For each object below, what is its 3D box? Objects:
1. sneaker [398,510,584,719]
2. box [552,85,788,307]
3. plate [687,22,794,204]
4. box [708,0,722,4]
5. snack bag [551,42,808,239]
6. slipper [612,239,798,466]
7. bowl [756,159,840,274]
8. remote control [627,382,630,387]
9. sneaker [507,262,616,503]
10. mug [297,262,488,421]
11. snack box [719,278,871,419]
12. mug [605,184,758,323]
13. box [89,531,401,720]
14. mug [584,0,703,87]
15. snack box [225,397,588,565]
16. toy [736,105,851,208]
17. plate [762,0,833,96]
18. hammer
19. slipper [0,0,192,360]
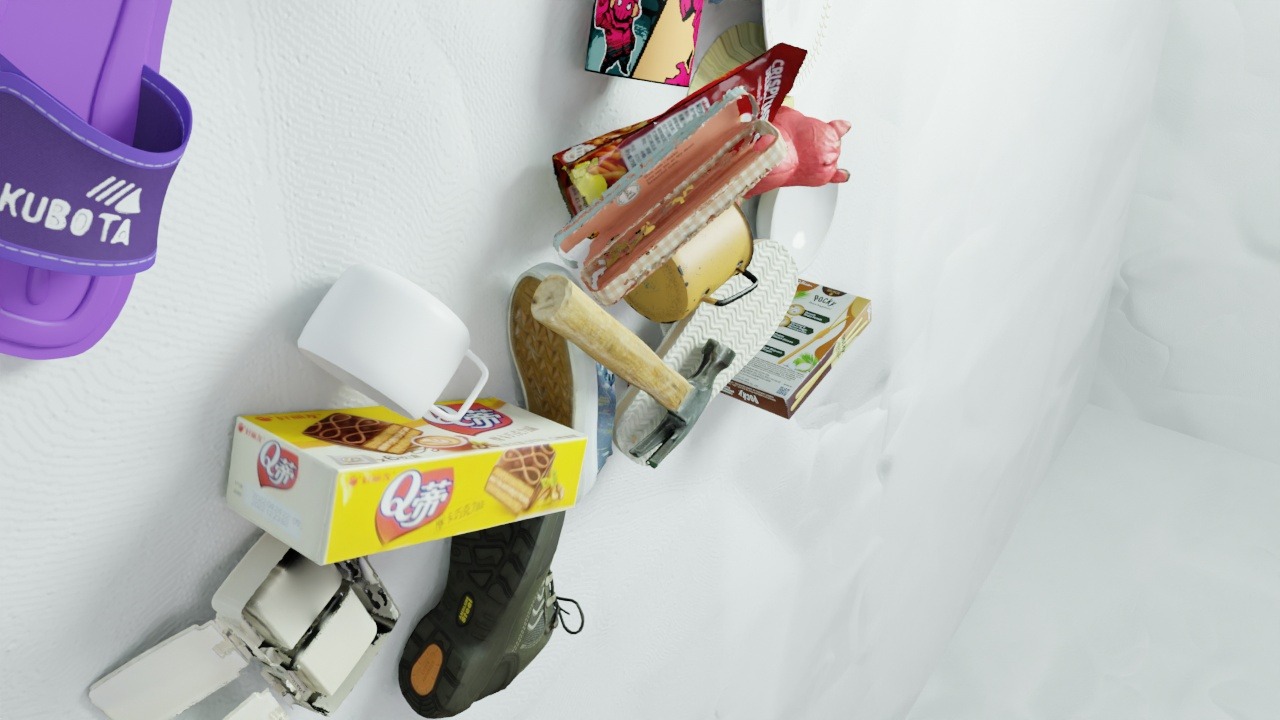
[{"bbox_3d":[-0.097,0.197,0.794,0.142,0.101,0.238,21,96,-52],"label":"sneaker"},{"bbox_3d":[0.023,-0.120,0.676,0.187,0.056,0.071,-41,114,4],"label":"box"},{"bbox_3d":[0.109,-0.231,0.899,0.183,0.036,0.185,-31,132,-42],"label":"plate"},{"bbox_3d":[0.072,-0.412,0.757,0.085,0.073,0.209,-112,-140,-81],"label":"box"},{"bbox_3d":[0.036,-0.170,0.735,0.207,0.066,0.139,-28,165,-8],"label":"snack bag"},{"bbox_3d":[0.059,-0.012,0.907,0.262,0.052,0.115,-51,130,-12],"label":"slipper"},{"bbox_3d":[0.165,-0.168,1.007,0.149,0.043,0.150,-32,133,-42],"label":"bowl"},{"bbox_3d":[0.028,0.017,0.944,0.125,0.018,0.038,6,103,-55],"label":"remote control"},{"bbox_3d":[-0.052,0.019,0.772,0.079,0.087,0.236,-32,136,-36],"label":"sneaker"},{"bbox_3d":[-0.155,-0.007,0.594,0.115,0.094,0.068,35,74,-18],"label":"mug"},{"bbox_3d":[0.175,-0.018,1.053,0.185,0.101,0.032,-45,140,-31],"label":"snack box"},{"bbox_3d":[0.041,-0.088,0.808,0.093,0.124,0.101,-40,158,-32],"label":"mug"},{"bbox_3d":[-0.257,0.199,0.625,0.187,0.058,0.144,-47,140,-34],"label":"box"},{"bbox_3d":[0.008,-0.268,0.711,0.117,0.082,0.098,-56,157,-70],"label":"mug"},{"bbox_3d":[-0.153,0.074,0.641,0.229,0.110,0.062,-2,106,-54],"label":"snack box"},{"bbox_3d":[0.129,-0.182,0.837,0.132,0.094,0.088,-39,137,-32],"label":"toy"},{"bbox_3d":[0.147,-0.373,0.856,0.242,0.016,0.242,12,90,-67],"label":"plate"},{"bbox_3d":[-0.004,0.004,0.725,0.132,0.033,0.330,-58,156,-3],"label":"hammer"},{"bbox_3d":[-0.253,-0.120,0.412,0.107,0.084,0.266,5,104,-55],"label":"slipper"}]
